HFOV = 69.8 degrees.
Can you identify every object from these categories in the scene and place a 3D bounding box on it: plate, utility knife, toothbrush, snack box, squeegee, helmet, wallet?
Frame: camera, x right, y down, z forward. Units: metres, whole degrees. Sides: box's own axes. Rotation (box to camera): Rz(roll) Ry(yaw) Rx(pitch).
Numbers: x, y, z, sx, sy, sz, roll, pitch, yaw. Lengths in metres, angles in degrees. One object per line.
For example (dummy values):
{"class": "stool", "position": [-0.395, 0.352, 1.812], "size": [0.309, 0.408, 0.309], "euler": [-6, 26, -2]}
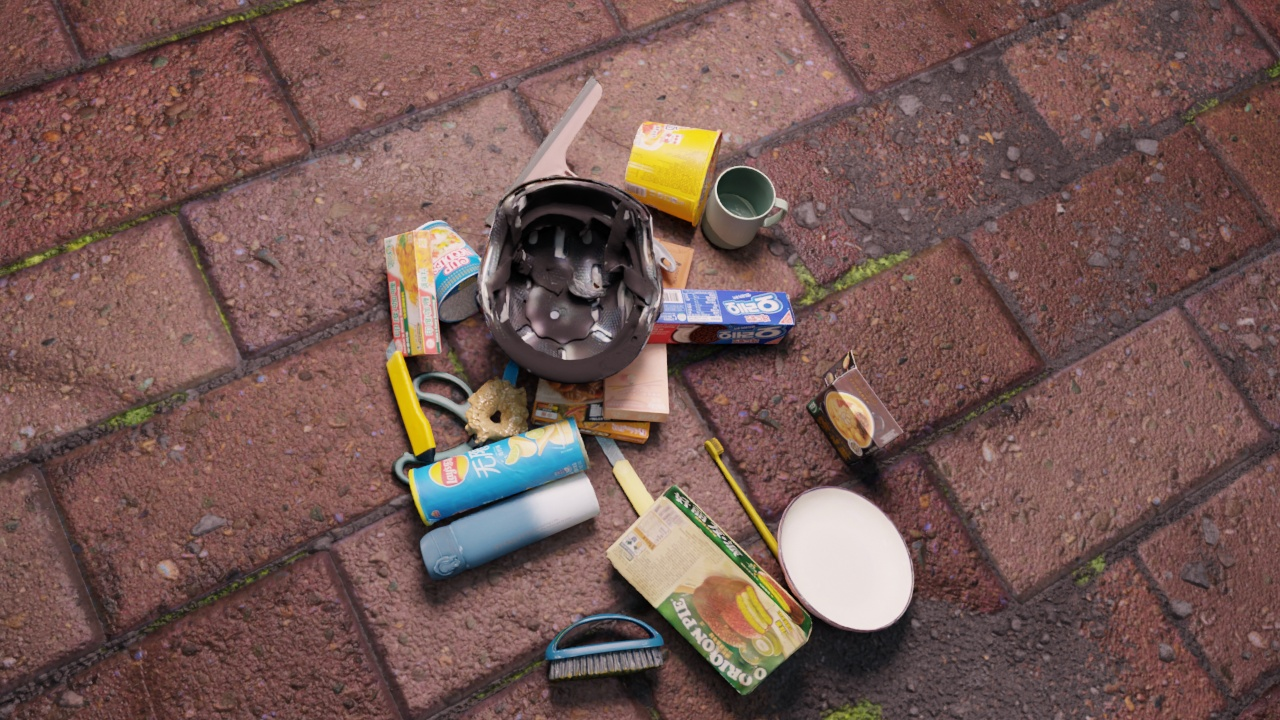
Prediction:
{"class": "plate", "position": [0.254, 0.254, 1.165], "size": [0.192, 0.039, 0.192], "euler": [12, 54, -17]}
{"class": "utility knife", "position": [-0.004, 0.167, 1.185], "size": [0.030, 0.022, 0.212], "euler": [-28, 79, -20]}
{"class": "toothbrush", "position": [0.141, 0.184, 1.203], "size": [0.016, 0.016, 0.190], "euler": [-27, 78, -23]}
{"class": "snack box", "position": [0.276, 0.066, 1.211], "size": [0.053, 0.113, 0.125], "euler": [-32, 78, -17]}
{"class": "squeegee", "position": [-0.045, -0.205, 1.251], "size": [0.249, 0.040, 0.248], "euler": [41, 106, 1]}
{"class": "helmet", "position": [-0.094, -0.088, 1.164], "size": [0.230, 0.157, 0.273], "euler": [0, 76, -10]}
{"class": "snack box", "position": [-0.007, 0.007, 1.211], "size": [0.084, 0.026, 0.157], "euler": [5, 55, -8]}
{"class": "utility knife", "position": [-0.291, 0.052, 1.159], "size": [0.033, 0.015, 0.170], "euler": [-27, 75, 20]}
{"class": "snack box", "position": [-0.290, -0.084, 1.170], "size": [0.027, 0.077, 0.156], "euler": [-7, 92, -43]}
{"class": "wallet", "position": [0.001, -0.124, 1.277], "size": [0.132, 0.031, 0.107], "euler": [16, 72, -4]}
{"class": "snack box", "position": [0.103, -0.059, 1.234], "size": [0.207, 0.058, 0.057], "euler": [0, 61, -19]}
{"class": "snack box", "position": [0.082, 0.275, 1.112], "size": [0.240, 0.063, 0.115], "euler": [43, 107, 7]}
{"class": "snack box", "position": [-0.062, 0.059, 1.205], "size": [0.153, 0.026, 0.075], "euler": [11, 66, -6]}

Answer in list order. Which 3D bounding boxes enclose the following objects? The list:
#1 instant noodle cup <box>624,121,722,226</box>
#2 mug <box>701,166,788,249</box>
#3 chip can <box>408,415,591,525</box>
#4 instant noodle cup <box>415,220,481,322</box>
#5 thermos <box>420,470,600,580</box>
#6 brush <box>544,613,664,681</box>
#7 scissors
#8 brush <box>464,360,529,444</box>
{"class": "instant noodle cup", "position": [0.044, -0.267, 1.281], "size": [0.110, 0.138, 0.137], "euler": [17, 70, 6]}
{"class": "mug", "position": [0.147, -0.209, 1.285], "size": [0.111, 0.106, 0.082], "euler": [4, 70, -7]}
{"class": "chip can", "position": [-0.170, 0.134, 1.119], "size": [0.210, 0.071, 0.071], "euler": [-18, 75, -6]}
{"class": "instant noodle cup", "position": [-0.254, -0.122, 1.208], "size": [0.099, 0.099, 0.110], "euler": [-34, 72, -17]}
{"class": "thermos", "position": [-0.160, 0.203, 1.124], "size": [0.220, 0.070, 0.070], "euler": [-21, 76, -16]}
{"class": "brush", "position": [-0.044, 0.343, 1.102], "size": [0.143, 0.055, 0.073], "euler": [-5, 73, -10]}
{"class": "scissors", "position": [-0.246, 0.080, 1.178], "size": [0.170, 0.019, 0.180], "euler": [-19, 75, -13]}
{"class": "brush", "position": [-0.166, -0.001, 1.202], "size": [0.083, 0.046, 0.254], "euler": [13, 61, -4]}
